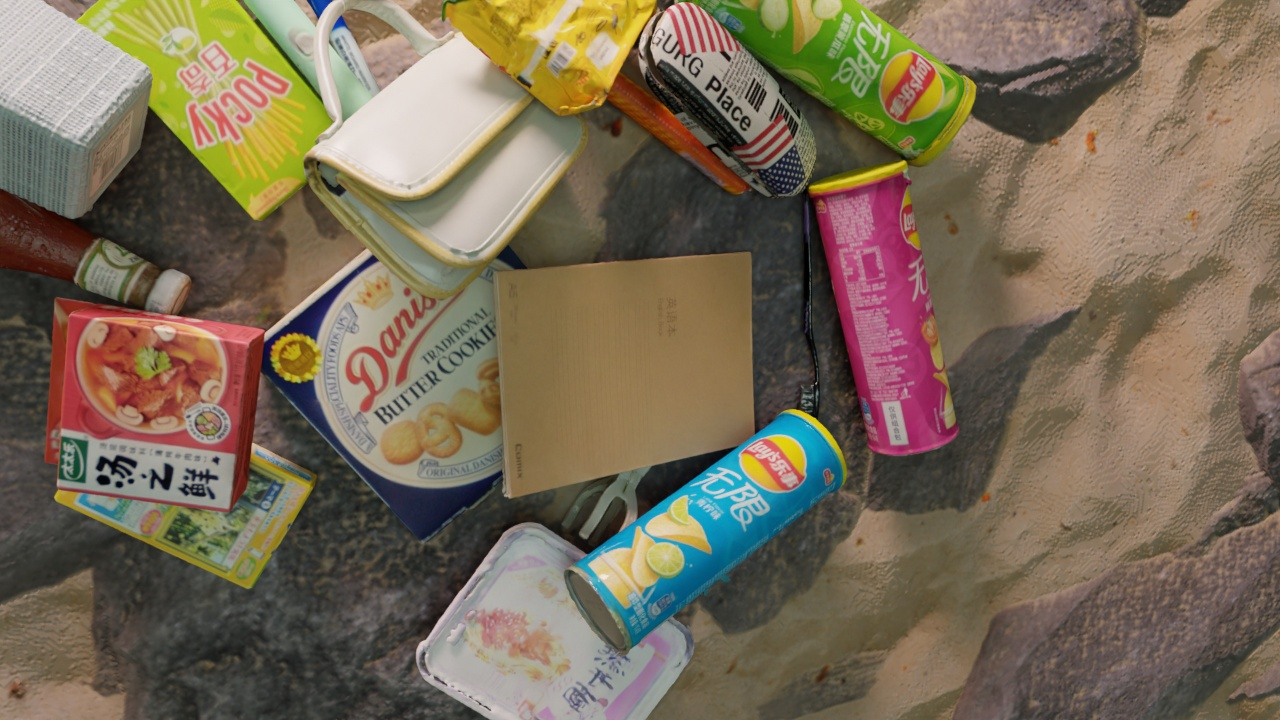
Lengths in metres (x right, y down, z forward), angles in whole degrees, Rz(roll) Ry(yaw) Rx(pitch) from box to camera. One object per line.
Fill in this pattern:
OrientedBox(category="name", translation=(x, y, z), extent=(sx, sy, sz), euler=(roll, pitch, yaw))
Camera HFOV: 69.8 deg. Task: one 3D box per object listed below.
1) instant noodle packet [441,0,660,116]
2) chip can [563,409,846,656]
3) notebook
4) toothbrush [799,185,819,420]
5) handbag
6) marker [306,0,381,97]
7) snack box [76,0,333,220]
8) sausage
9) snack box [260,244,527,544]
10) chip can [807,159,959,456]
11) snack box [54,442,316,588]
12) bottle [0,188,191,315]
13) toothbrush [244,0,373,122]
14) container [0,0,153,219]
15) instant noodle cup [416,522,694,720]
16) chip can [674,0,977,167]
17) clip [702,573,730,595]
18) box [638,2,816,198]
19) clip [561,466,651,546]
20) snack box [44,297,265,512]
OrientedBox(category="instant noodle packet", translation=(-0.053, -0.221, 0.589), extent=(0.110, 0.044, 0.128), euler=(35, 53, -12))
OrientedBox(category="chip can", translation=(0.049, 0.117, 0.652), extent=(0.209, 0.071, 0.071), euler=(-32, 105, -24))
OrientedBox(category="notebook", translation=(-0.004, 0.004, 0.646), extent=(0.211, 0.012, 0.149), euler=(-8, 102, -33))
OrientedBox(category="toothbrush", translation=(0.127, -0.044, 0.702), extent=(0.017, 0.014, 0.189), euler=(-4, 101, 1))
OrientedBox(category="handbag", translation=(-0.133, -0.149, 0.568), extent=(0.178, 0.063, 0.162), euler=(43, 53, -12))
OrientedBox(category="marker", translation=(-0.180, -0.177, 0.613), extent=(0.017, 0.017, 0.146), euler=(-28, 104, -6))
OrientedBox(category="snack box", translation=(-0.269, -0.177, 0.590), extent=(0.086, 0.026, 0.156), euler=(-40, 106, -2))
OrientedBox(category="sausage", translation=(0.016, -0.168, 0.652), extent=(0.165, 0.021, 0.021), euler=(34, 92, -16))
OrientedBox(category="snack box", translation=(-0.141, 0.003, 0.639), extent=(0.178, 0.046, 0.182), euler=(-40, 106, -3))
OrientedBox(category="chip can", translation=(0.183, -0.037, 0.686), extent=(0.071, 0.071, 0.210), euler=(-18, 104, -8))
OrientedBox(category="snack box", translation=(-0.307, 0.087, 0.627), extent=(0.140, 0.034, 0.087), euler=(31, 93, -13))
OrientedBox(category="bottle", translation=(-0.387, -0.081, 0.567), extent=(0.206, 0.060, 0.060), euler=(26, 94, -15))
OrientedBox(category="toothbrush", translation=(-0.223, -0.212, 0.587), extent=(0.026, 0.027, 0.224), euler=(-40, 97, -11))
OrientedBox(category="container", translation=(-0.358, -0.153, 0.532), extent=(0.111, 0.090, 0.090), euler=(28, 51, -17))
OrientedBox(category="instant noodle cup", translation=(-0.063, 0.206, 0.685), extent=(0.173, 0.060, 0.138), euler=(37, 91, -17))
OrientedBox(category="chip can", translation=(0.128, -0.221, 0.640), extent=(0.221, 0.072, 0.072), euler=(28, 93, -15))
OrientedBox(category="clip", translation=(0.049, 0.157, 0.722), extent=(0.049, 0.015, 0.057), euler=(-31, 106, -2))
OrientedBox(category="box", translation=(0.060, -0.174, 0.634), extent=(0.164, 0.060, 0.071), euler=(38, 84, -30))
OrientedBox(category="clip", translation=(-0.014, 0.100, 0.673), extent=(0.035, 0.094, 0.102), euler=(38, 102, -15))
OrientedBox(category="snack box", translation=(-0.309, 0.028, 0.569), extent=(0.127, 0.044, 0.113), euler=(9, 103, -10))
